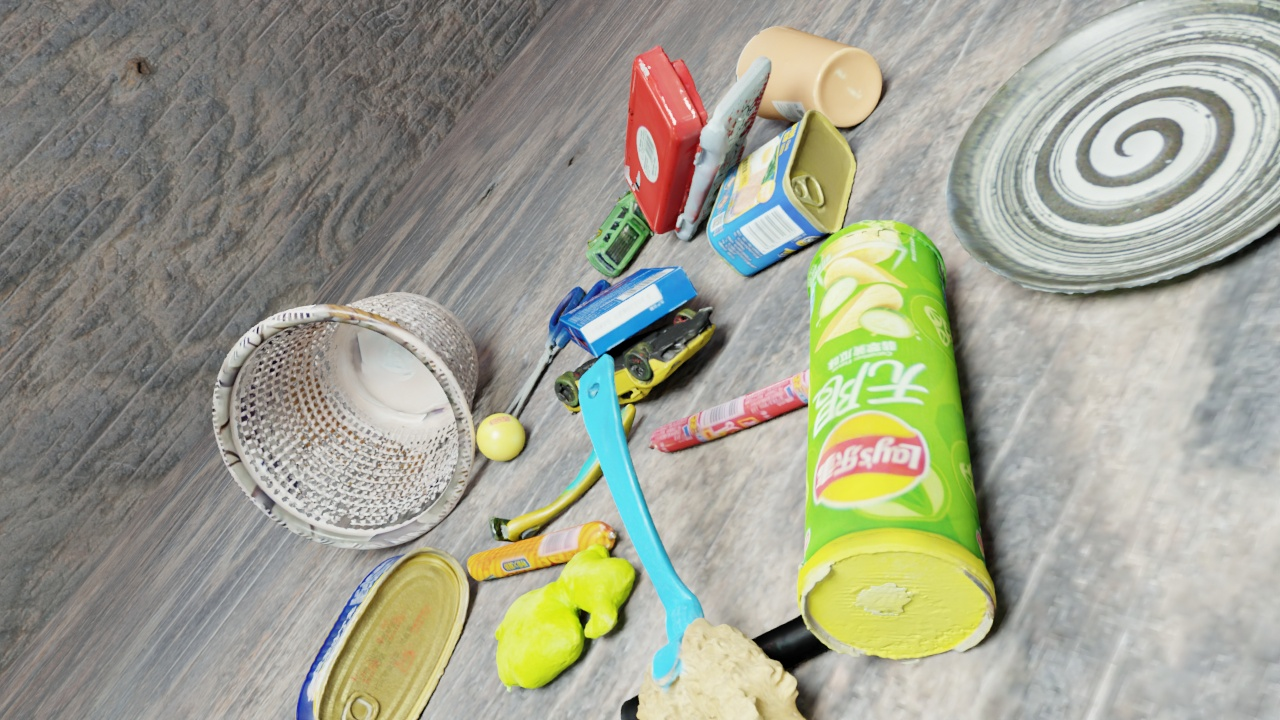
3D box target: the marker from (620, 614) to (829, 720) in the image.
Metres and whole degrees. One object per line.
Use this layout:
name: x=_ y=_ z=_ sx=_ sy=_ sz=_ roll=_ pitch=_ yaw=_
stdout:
marker: x=0.044 y=0.138 z=0.415 sx=0.132 sy=0.020 sz=0.022 roll=-36 pitch=19 yaw=25

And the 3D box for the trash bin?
trash bin: x=-0.246 y=0.031 z=0.861 sx=0.228 sy=0.227 sz=0.191 roll=-41 pitch=12 yaw=17

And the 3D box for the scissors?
scissors: x=-0.078 y=-0.011 z=0.856 sx=0.142 sy=0.012 sz=0.170 roll=-34 pitch=29 yaw=31

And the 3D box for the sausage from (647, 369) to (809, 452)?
sausage: x=0.059 y=0.032 z=0.549 sx=0.156 sy=0.020 sz=0.020 roll=-25 pitch=33 yaw=42

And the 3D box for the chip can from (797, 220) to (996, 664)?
chip can: x=0.110 y=0.020 z=0.416 sx=0.073 sy=0.072 sz=0.220 roll=-32 pitch=29 yaw=33

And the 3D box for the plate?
plate: x=0.232 y=-0.102 z=0.427 sx=0.180 sy=0.024 sz=0.179 roll=-29 pitch=41 yaw=29

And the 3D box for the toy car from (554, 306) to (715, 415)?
toy car: x=-0.004 y=0.004 z=0.657 sx=0.071 sy=0.041 sz=0.156 roll=-40 pitch=12 yaw=-39

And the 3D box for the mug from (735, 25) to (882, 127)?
mug: x=0.137 y=-0.226 z=0.741 sx=0.078 sy=0.078 sz=0.122 roll=-47 pitch=29 yaw=4

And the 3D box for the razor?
razor: x=-0.048 y=0.082 z=0.645 sx=0.132 sy=0.043 sz=0.028 roll=-44 pitch=64 yaw=5

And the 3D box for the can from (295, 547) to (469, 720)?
can: x=-0.176 y=0.199 z=0.629 sx=0.049 sy=0.074 sz=0.147 roll=-24 pitch=34 yaw=48

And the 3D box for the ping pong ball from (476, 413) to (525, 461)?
ping pong ball: x=-0.117 y=0.064 z=0.771 sx=0.040 sy=0.040 sz=0.040 roll=-38 pitch=26 yaw=22

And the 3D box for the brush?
brush: x=0.008 y=0.095 z=0.419 sx=0.083 sy=0.045 sz=0.254 roll=-45 pitch=46 yaw=27

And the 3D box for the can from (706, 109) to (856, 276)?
can: x=0.100 y=-0.118 z=0.660 sx=0.083 sy=0.057 sz=0.101 roll=-27 pitch=31 yaw=44

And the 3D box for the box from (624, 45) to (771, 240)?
box: x=0.050 y=-0.171 z=0.723 sx=0.098 sy=0.095 sz=0.202 roll=-24 pitch=-11 yaw=-9

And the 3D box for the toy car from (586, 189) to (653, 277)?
toy car: x=-0.014 y=-0.122 z=0.874 sx=0.091 sy=0.043 sz=0.036 roll=-59 pitch=23 yaw=-19

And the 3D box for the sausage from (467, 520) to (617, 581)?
sausage: x=-0.071 y=0.130 z=0.618 sx=0.166 sy=0.021 sz=0.021 roll=-24 pitch=34 yaw=44

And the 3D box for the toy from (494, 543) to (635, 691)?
toy: x=-0.048 y=0.151 z=0.537 sx=0.100 sy=0.031 sz=0.097 roll=-54 pitch=26 yaw=-13

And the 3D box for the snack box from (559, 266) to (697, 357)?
snack box: x=-0.014 y=-0.040 z=0.707 sx=0.084 sy=0.026 sz=0.157 roll=-32 pitch=10 yaw=-6
